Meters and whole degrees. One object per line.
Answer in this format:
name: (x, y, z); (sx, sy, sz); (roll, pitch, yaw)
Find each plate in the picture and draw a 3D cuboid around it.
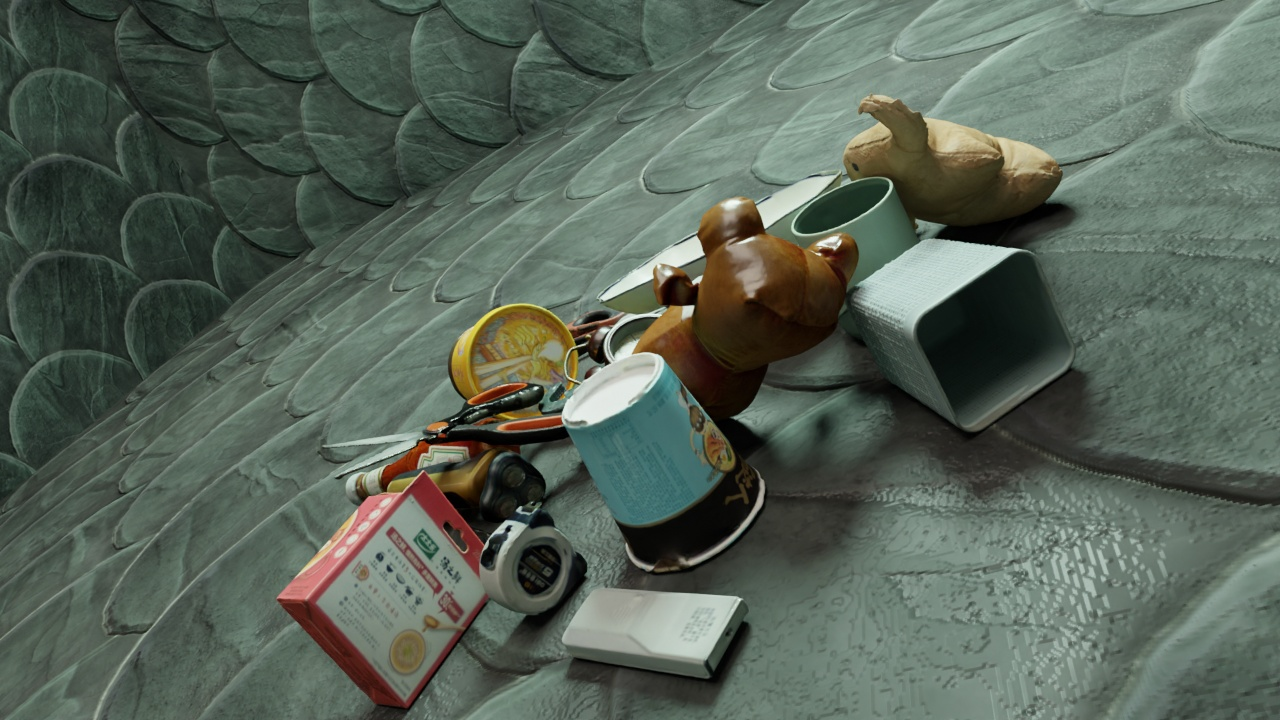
plate: (0.074, -0.102, 0.863); (0.266, 0.034, 0.161); (-22, 14, 36)

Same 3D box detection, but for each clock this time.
clock: (-0.005, 0.005, 0.777); (0.122, 0.055, 0.081); (-1, 47, 5)

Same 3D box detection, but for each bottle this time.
bottle: (-0.210, 0.107, 0.900); (0.207, 0.060, 0.059); (-18, 26, 31)

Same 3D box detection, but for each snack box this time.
snack box: (-0.176, 0.164, 0.667); (0.044, 0.113, 0.126); (-12, 29, 41)

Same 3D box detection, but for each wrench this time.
wrench: (0.017, -0.024, 0.858); (0.273, 0.016, 0.056); (-34, 27, 8)

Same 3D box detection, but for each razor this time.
razor: (-0.161, 0.113, 0.809); (0.168, 0.062, 0.067); (-10, 49, 35)

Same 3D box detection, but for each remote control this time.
remote control: (0.005, 0.161, 0.557); (0.125, 0.024, 0.048); (-9, 33, 43)

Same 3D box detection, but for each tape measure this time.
tape measure: (-0.079, 0.144, 0.645); (0.065, 0.066, 0.034); (-43, 21, -30)

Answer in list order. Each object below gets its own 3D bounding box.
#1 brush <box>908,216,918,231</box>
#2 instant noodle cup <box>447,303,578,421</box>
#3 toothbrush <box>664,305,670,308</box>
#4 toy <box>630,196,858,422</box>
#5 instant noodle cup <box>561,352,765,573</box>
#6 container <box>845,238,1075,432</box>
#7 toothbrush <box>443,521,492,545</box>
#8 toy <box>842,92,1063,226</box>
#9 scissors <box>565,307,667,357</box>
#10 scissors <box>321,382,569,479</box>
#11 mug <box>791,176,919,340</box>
brush: (0.147, -0.085, 0.866); (0.255, 0.046, 0.083); (-34, 33, 8)
instant noodle cup: (-0.140, 0.005, 0.956); (0.118, 0.118, 0.115); (-42, 16, -22)
toothbrush: (0.053, -0.040, 0.870); (0.014, 0.017, 0.189); (-44, 30, -6)
toy: (0.058, -0.025, 0.664); (0.130, 0.140, 0.200); (-90, 24, -44)
instant noodle cup: (0.009, 0.063, 0.624); (0.111, 0.120, 0.111); (-27, 23, 12)
container: (0.202, -0.023, 0.603); (0.090, 0.090, 0.111); (-33, 19, -4)
toothbrush: (-0.142, 0.147, 0.788); (0.015, 0.018, 0.181); (-40, 25, -27)
toy: (0.227, -0.157, 0.730); (0.225, 0.082, 0.144); (4, -5, -39)
scissors: (-0.018, -0.048, 1.025); (0.204, 0.015, 0.199); (-35, 22, -8)
scissors: (-0.155, 0.060, 0.804); (0.221, 0.022, 0.227); (-2, 17, 15)
mug: (0.173, -0.080, 0.726); (0.082, 0.106, 0.112); (-35, 23, -4)
